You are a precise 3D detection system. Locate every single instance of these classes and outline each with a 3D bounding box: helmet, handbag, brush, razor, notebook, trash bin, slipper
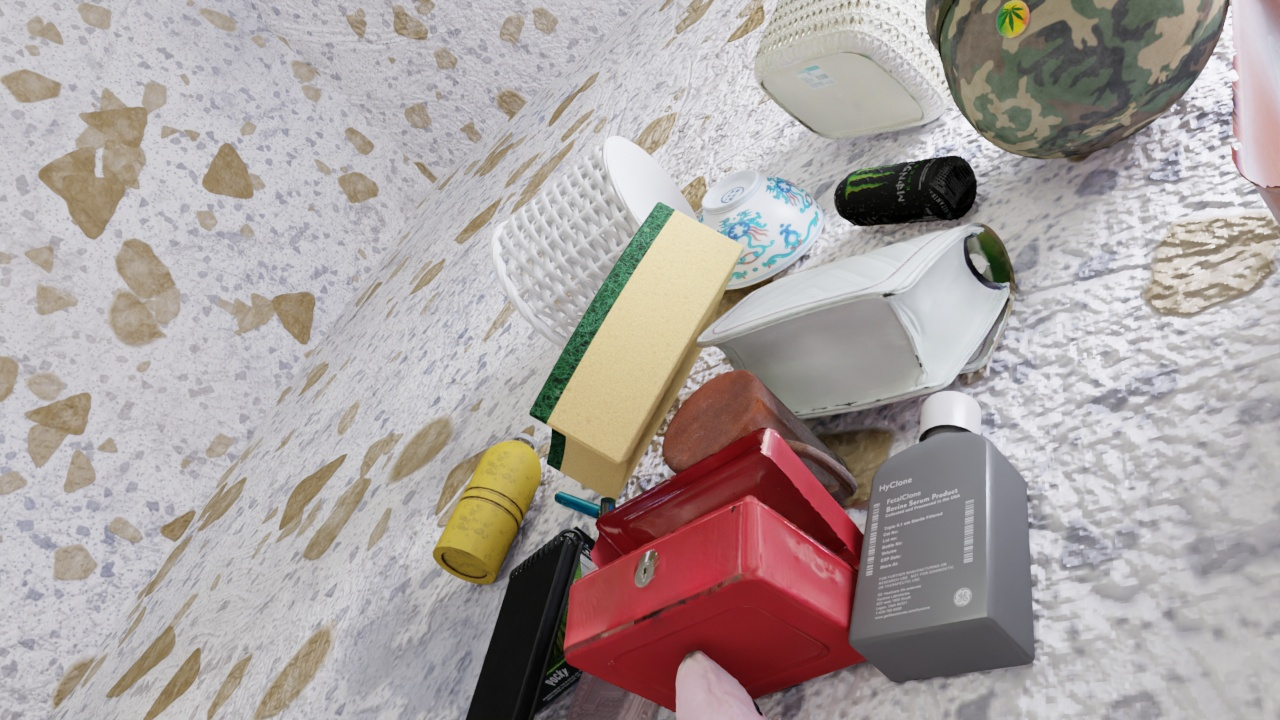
[{"bbox_3d":[0.319,-0.273,0.664,0.225,0.192,0.236,-41,47,47],"label":"helmet"},{"bbox_3d":[0.158,-0.025,0.681,0.141,0.096,0.199,-36,12,-37],"label":"handbag"},{"bbox_3d":[-0.005,0.005,0.782,0.194,0.075,0.250,-60,-6,-15],"label":"brush"},{"bbox_3d":[-0.051,0.141,0.874,0.144,0.022,0.042,-177,90,-66],"label":"razor"},{"bbox_3d":[-0.094,0.221,0.672,0.232,0.019,0.168,131,157,-64],"label":"notebook"},{"bbox_3d":[0.379,-0.126,0.386,0.182,0.157,0.258,-22,33,45],"label":"trash bin"},{"bbox_3d":[-0.004,0.174,0.684,0.094,0.064,0.238,-19,37,48],"label":"slipper"}]

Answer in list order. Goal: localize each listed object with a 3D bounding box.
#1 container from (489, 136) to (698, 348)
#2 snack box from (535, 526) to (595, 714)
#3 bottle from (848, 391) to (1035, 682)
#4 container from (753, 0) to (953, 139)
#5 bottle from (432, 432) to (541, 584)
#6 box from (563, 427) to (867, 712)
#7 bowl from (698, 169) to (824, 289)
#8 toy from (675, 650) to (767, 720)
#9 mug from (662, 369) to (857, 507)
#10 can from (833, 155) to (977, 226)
[{"bbox_3d":[-0.048,-0.137,1.095,0.187,0.189,0.188,-34,26,25],"label":"container"},{"bbox_3d":[-0.070,0.215,0.779,0.080,0.025,0.147,-42,24,13],"label":"snack box"},{"bbox_3d":[0.175,0.091,0.528,0.084,0.046,0.173,-26,31,40],"label":"bottle"},{"bbox_3d":[0.232,-0.326,0.939,0.143,0.184,0.252,-61,26,-9],"label":"container"},{"bbox_3d":[-0.153,0.148,0.973,0.071,0.071,0.163,-24,32,43],"label":"bottle"},{"bbox_3d":[0.050,0.145,0.556,0.158,0.135,0.117,-35,20,30],"label":"box"},{"bbox_3d":[0.109,-0.149,0.953,0.144,0.074,0.143,-27,30,17],"label":"bowl"},{"bbox_3d":[0.052,0.221,0.510,0.052,0.099,0.096,-22,42,-19],"label":"toy"},{"bbox_3d":[0.089,0.070,0.636,0.123,0.110,0.096,-12,46,54],"label":"mug"},{"bbox_3d":[0.229,-0.146,0.803,0.054,0.054,0.138,-53,24,-13],"label":"can"}]
